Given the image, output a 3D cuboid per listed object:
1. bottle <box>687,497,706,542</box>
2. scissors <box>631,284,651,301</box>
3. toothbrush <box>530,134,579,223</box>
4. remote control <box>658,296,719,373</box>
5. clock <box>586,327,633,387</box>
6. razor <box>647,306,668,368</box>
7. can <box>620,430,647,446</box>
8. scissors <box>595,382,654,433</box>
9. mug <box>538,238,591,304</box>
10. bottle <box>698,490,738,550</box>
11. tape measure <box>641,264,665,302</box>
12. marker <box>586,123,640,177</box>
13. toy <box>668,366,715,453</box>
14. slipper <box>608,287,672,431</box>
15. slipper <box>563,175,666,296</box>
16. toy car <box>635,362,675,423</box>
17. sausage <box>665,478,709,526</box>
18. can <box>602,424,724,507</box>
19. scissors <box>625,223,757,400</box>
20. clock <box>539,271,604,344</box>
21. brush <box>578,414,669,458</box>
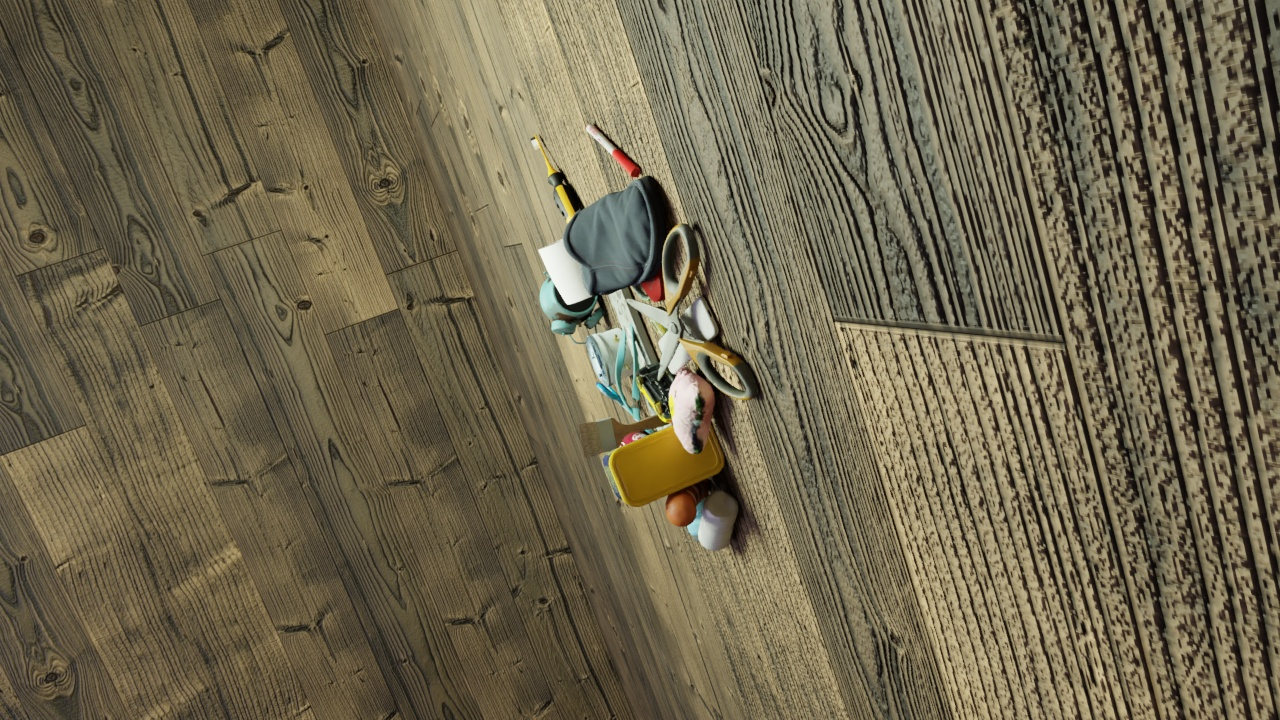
[{"bbox_3d":[0.073,0.197,1.277,0.040,0.040,0.130,164,84,-76],"label":"bottle"},{"bbox_3d":[-0.029,-0.136,1.187,0.171,0.024,0.166,40,152,41],"label":"scissors"},{"bbox_3d":[-0.125,-0.267,1.353,0.196,0.031,0.031,65,-178,30],"label":"toothbrush"},{"bbox_3d":[0.053,-0.026,1.037,0.045,0.008,0.147,67,157,11],"label":"remote control"},{"bbox_3d":[-0.047,-0.005,1.390,0.083,0.057,0.118,68,166,-2],"label":"clock"},{"bbox_3d":[0.030,-0.021,1.154,0.042,0.026,0.106,57,166,32],"label":"razor"},{"bbox_3d":[-0.006,0.144,1.442,0.114,0.063,0.063,-151,42,-69],"label":"can"},{"bbox_3d":[-0.031,0.065,1.429,0.140,0.011,0.134,39,-174,-46],"label":"scissors"},{"bbox_3d":[-0.089,-0.138,1.333,0.114,0.081,0.087,-54,-57,-70],"label":"mug"},{"bbox_3d":[0.099,0.215,1.196,0.136,0.044,0.044,92,153,-58],"label":"bottle"},{"bbox_3d":[0.019,-0.094,1.079,0.059,0.019,0.051,117,134,-63],"label":"tape measure"},{"bbox_3d":[-0.034,-0.247,1.071,0.142,0.012,0.013,-127,20,-47],"label":"marker"},{"bbox_3d":[0.059,0.049,1.084,0.093,0.050,0.103,-109,17,-46],"label":"toy"},{"bbox_3d":[-0.008,0.007,1.274,0.269,0.054,0.098,71,164,-7],"label":"slipper"},{"bbox_3d":[-0.049,-0.133,1.086,0.266,0.083,0.109,157,102,-67],"label":"slipper"},{"bbox_3d":[0.030,0.040,1.189,0.107,0.049,0.030,-124,16,-45],"label":"toy car"},{"bbox_3d":[0.059,0.177,1.176,0.164,0.044,0.039,-23,-56,-78],"label":"sausage"},{"bbox_3d":[0.024,0.128,1.164,0.104,0.135,0.075,151,97,-79],"label":"can"},{"bbox_3d":[0.053,-0.035,0.985,0.230,0.016,0.226,48,147,29],"label":"scissors"},{"bbox_3d":[-0.104,-0.086,1.421,0.124,0.090,0.053,68,157,3],"label":"clock"},{"bbox_3d":[-0.011,0.091,1.216,0.008,0.143,0.045,-157,55,-70],"label":"brush"}]
